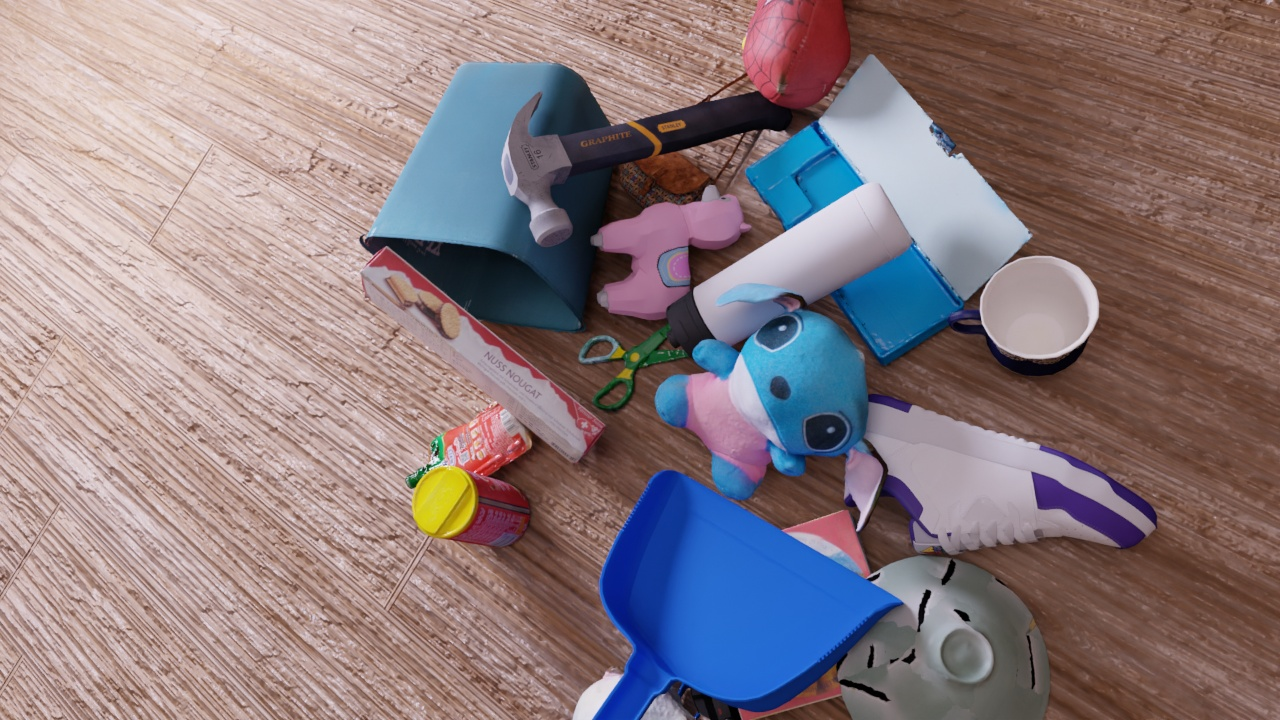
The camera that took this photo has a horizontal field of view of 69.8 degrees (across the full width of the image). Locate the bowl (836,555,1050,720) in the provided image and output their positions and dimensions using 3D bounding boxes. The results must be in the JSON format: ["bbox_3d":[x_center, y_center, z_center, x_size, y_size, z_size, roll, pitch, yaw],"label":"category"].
[{"bbox_3d":[0.241,0.232,0.706,0.174,0.068,0.174,0,66,1],"label":"bowl"}]

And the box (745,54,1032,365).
[{"bbox_3d":[0.226,-0.140,0.857,0.176,0.060,0.243,-42,63,25],"label":"box"}]

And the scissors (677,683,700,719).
[{"bbox_3d":[0.056,0.266,0.832,0.083,0.016,0.135,41,85,24],"label":"scissors"}]

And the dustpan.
[{"bbox_3d":[0.036,0.233,0.745,0.246,0.059,0.257,26,73,38],"label":"dustpan"}]

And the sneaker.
[{"bbox_3d":[0.275,0.116,0.746,0.244,0.091,0.111,20,84,29],"label":"sneaker"}]

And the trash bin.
[{"bbox_3d":[-0.135,-0.171,0.946,0.199,0.196,0.218,9,71,23],"label":"trash bin"}]

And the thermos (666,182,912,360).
[{"bbox_3d":[0.129,-0.074,0.837,0.230,0.101,0.068,-30,84,19],"label":"thermos"}]

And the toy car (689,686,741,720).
[{"bbox_3d":[0.065,0.293,0.795,0.036,0.042,0.091,-19,80,12],"label":"toy car"}]

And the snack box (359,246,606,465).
[{"bbox_3d":[-0.153,-0.003,0.894,0.273,0.077,0.044,39,71,0],"label":"snack box"}]

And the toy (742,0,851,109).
[{"bbox_3d":[0.155,-0.341,0.896,0.099,0.148,0.215,8,62,-2],"label":"toy"}]

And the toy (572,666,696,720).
[{"bbox_3d":[-0.010,0.361,0.787,0.139,0.101,0.180,25,108,28],"label":"toy"}]

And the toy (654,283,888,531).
[{"bbox_3d":[0.115,0.048,0.786,0.192,0.098,0.224,-35,83,42],"label":"toy"}]

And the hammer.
[{"bbox_3d":[0.016,-0.209,0.878,0.311,0.035,0.139,-19,77,-25],"label":"hammer"}]

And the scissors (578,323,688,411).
[{"bbox_3d":[-0.008,-0.009,0.938,0.132,0.012,0.108,-44,64,4],"label":"scissors"}]

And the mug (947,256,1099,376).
[{"bbox_3d":[0.318,-0.030,0.768,0.112,0.089,0.085,-3,74,21],"label":"mug"}]

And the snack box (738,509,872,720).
[{"bbox_3d":[0.137,0.220,0.793,0.143,0.040,0.144,-21,68,13],"label":"snack box"}]

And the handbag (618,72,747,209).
[{"bbox_3d":[0.065,-0.234,0.962,0.196,0.043,0.093,-47,65,-1],"label":"handbag"}]

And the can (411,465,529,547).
[{"bbox_3d":[-0.161,0.144,0.891,0.067,0.124,0.066,-6,73,18],"label":"can"}]

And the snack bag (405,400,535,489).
[{"bbox_3d":[-0.183,0.094,0.960,0.155,0.044,0.087,-30,48,13],"label":"snack bag"}]

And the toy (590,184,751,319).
[{"bbox_3d":[0.031,-0.106,0.914,0.157,0.067,0.123,-8,99,-5],"label":"toy"}]
